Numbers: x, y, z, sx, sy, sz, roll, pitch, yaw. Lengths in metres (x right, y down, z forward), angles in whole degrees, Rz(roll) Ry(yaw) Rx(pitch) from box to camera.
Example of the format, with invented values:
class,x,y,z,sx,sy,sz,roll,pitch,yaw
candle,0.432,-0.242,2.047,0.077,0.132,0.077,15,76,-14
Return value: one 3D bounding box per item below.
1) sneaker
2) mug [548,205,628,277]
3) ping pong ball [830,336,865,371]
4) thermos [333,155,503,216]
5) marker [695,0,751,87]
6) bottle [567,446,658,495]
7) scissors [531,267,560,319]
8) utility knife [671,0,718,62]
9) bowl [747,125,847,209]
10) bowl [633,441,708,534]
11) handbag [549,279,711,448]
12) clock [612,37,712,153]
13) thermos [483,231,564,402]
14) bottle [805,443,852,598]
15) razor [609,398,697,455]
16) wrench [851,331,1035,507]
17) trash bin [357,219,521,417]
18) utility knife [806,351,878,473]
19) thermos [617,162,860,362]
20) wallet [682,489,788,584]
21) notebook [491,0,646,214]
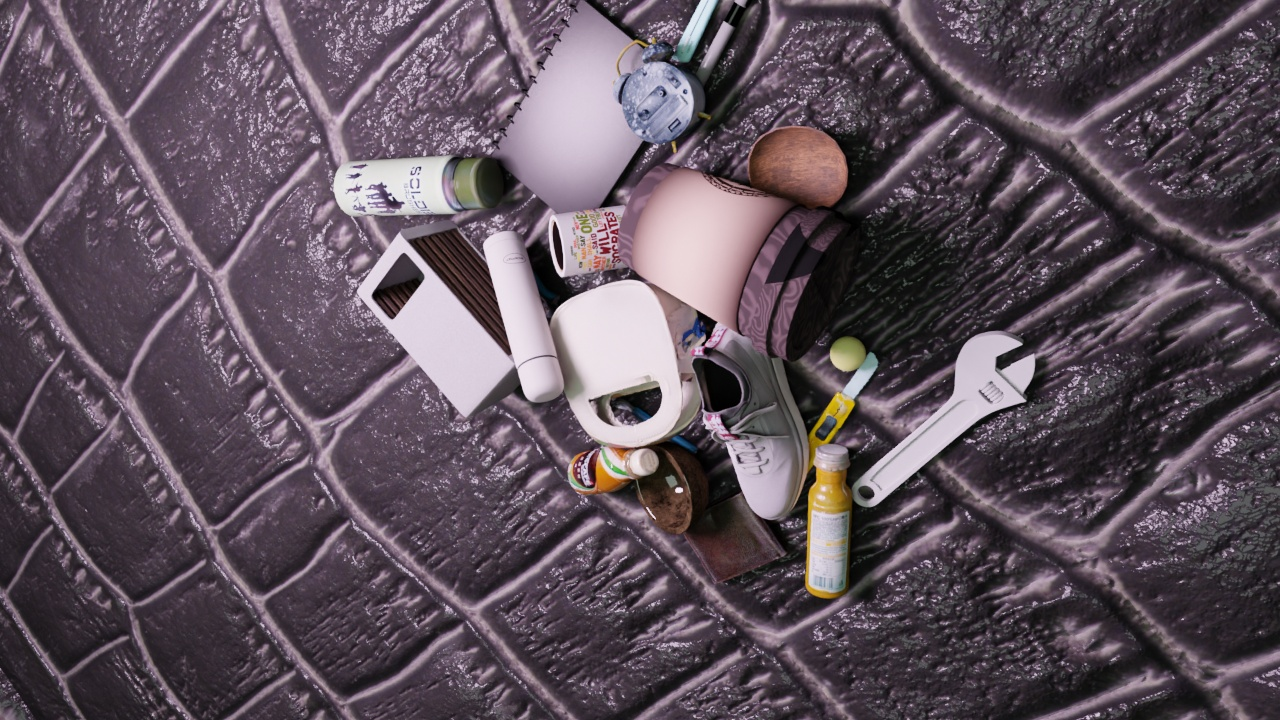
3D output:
class,x,y,z,sx,sy,sz,roll,pitch,yaw
sneaker,0.122,0.078,1.080,0.097,0.128,0.263,-4,106,37
mug,-0.062,-0.144,1.122,0.089,0.105,0.073,-10,92,-16
ping pong ball,0.238,-0.008,1.051,0.040,0.040,0.040,8,109,23
thermos,-0.290,-0.229,1.217,0.232,0.082,0.082,2,107,25
marker,0.091,-0.358,1.026,0.016,0.016,0.141,37,118,11
bottle,-0.033,0.139,1.181,0.168,0.059,0.059,-20,97,56
scissors,-0.138,-0.091,1.218,0.132,0.019,0.148,6,107,25
utility knife,0.071,-0.390,1.028,0.022,0.015,0.120,35,114,14
bowl,0.177,-0.214,1.020,0.114,0.026,0.102,6,123,27
bowl,0.048,0.156,1.176,0.121,0.056,0.121,29,128,46
handbag,-0.007,0.007,1.132,0.201,0.092,0.199,-14,84,36
clock,0.019,-0.303,1.038,0.090,0.052,0.129,-39,88,31
thermos,-0.146,-0.055,1.148,0.052,0.052,0.224,-30,66,30
bottle,0.229,0.194,1.111,0.053,0.053,0.186,6,108,24
razor,0.012,0.082,1.200,0.144,0.022,0.042,29,153,11
wrench,0.332,0.072,1.045,0.086,0.018,0.274,46,120,6
trash bin,-0.243,-0.058,1.223,0.229,0.114,0.115,48,119,5
utility knife,0.225,0.074,1.100,0.030,0.018,0.207,31,114,4
thermos,0.102,-0.119,1.016,0.226,0.172,0.173,28,116,23
wallet,0.118,0.228,1.191,0.120,0.031,0.099,-33,87,32
notebook,-0.073,-0.297,1.123,0.169,0.019,0.232,41,119,7
